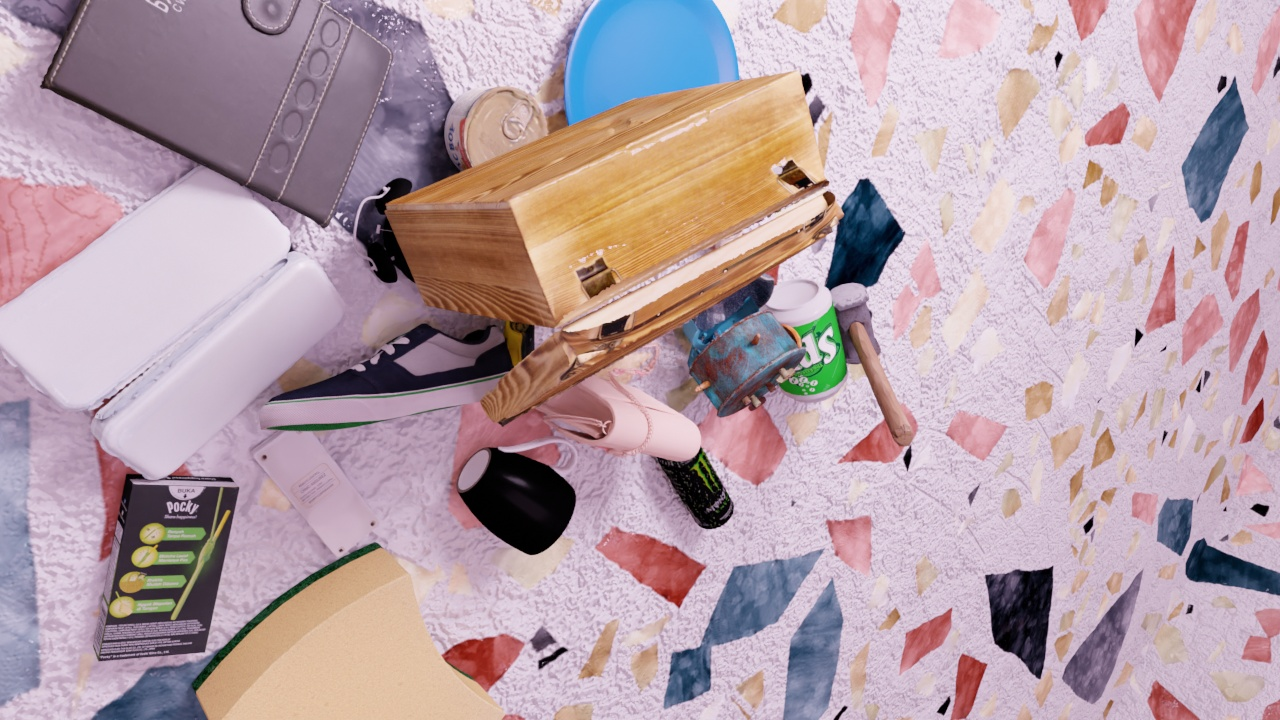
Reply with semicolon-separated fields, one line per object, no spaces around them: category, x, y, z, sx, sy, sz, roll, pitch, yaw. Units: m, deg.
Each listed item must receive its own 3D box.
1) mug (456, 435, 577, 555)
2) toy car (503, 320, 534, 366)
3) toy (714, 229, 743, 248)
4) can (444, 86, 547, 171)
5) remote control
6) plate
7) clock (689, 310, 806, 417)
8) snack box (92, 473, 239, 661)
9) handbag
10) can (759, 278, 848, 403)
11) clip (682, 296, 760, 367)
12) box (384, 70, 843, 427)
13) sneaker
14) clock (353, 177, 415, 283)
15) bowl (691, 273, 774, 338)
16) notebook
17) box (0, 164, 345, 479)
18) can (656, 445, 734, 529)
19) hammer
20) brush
mug;-0.118;0.120;0.914;0.100;0.085;0.119;39;84;-28
toy car;-0.118;-0.011;0.898;0.030;0.049;0.107;2;106;5
toy;0.100;-0.174;1.015;0.091;0.046;0.115;-45;145;-50
can;-0.129;-0.202;0.824;0.086;0.043;0.086;-14;113;-36
remote control;-0.288;0.115;0.821;0.050;0.011;0.136;-40;126;-22
plate;0.011;-0.273;0.928;0.223;0.024;0.224;-14;113;-36
clock;0.128;0.008;1.024;0.121;0.073;0.157;-43;163;22
snack box;-0.386;0.168;0.749;0.080;0.025;0.147;9;99;-41
handbag;-0.006;0.005;0.925;0.198;0.117;0.187;18;95;-52
can;0.201;-0.023;1.125;0.087;0.088;0.140;-36;124;-25
clip;0.088;-0.033;1.014;0.119;0.033;0.121;-35;157;4
box;-0.004;-0.083;0.748;0.278;0.259;0.221;-29;111;-28
sneaker;-0.218;0.012;0.805;0.234;0.084;0.079;-11;90;-39
clock;-0.192;-0.110;0.804;0.120;0.043;0.091;3;103;-40
bowl;0.091;-0.077;1.027;0.110;0.055;0.110;-24;156;-12
notebook;-0.296;-0.219;0.679;0.209;0.029;0.169;28;76;-43
box;-0.342;-0.026;0.698;0.210;0.084;0.186;-44;133;-20
can;0.066;0.144;1.093;0.053;0.054;0.138;-44;127;-20
hammer;0.272;0.008;1.075;0.052;0.327;0.098;-15;115;9
brush;-0.265;0.321;0.866;0.194;0.075;0.250;-38;125;-24
